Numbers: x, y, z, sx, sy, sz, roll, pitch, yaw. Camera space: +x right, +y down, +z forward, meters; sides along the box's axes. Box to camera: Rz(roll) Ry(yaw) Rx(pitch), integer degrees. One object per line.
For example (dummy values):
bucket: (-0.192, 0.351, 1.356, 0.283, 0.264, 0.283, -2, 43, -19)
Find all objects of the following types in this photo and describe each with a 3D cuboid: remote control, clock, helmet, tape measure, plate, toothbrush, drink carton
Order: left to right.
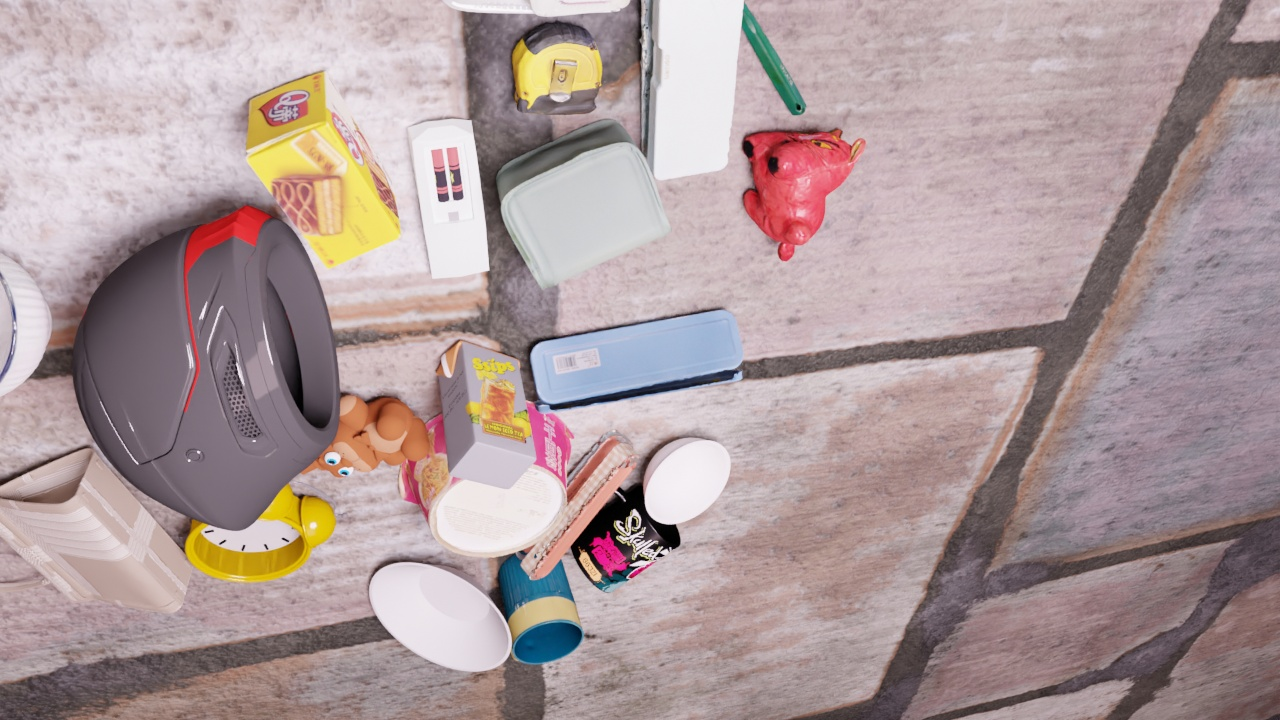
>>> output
helmet: (-0.332, 0.015, 0.699, 0.170, 0.164, 0.265, -7, 124, -1)
clock: (-0.371, 0.163, 0.900, 0.152, 0.052, 0.113, -31, 134, 15)
plate: (-0.219, 0.278, 1.038, 0.174, 0.036, 0.174, 10, 127, 14)
remote control: (-0.152, -0.125, 0.737, 0.049, 0.024, 0.144, -10, 133, -12)
drink carton: (-0.140, 0.048, 0.828, 0.076, 0.124, 0.049, 20, 126, -34)
tape measure: (-0.061, -0.215, 0.680, 0.065, 0.037, 0.064, -3, 132, -18)
toothbrush: (0.086, -0.259, 0.711, 0.016, 0.017, 0.190, -34, 133, 13)

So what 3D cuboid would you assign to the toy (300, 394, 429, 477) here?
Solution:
toy: (-0.265, 0.078, 0.854, 0.128, 0.065, 0.095, -24, 133, 9)

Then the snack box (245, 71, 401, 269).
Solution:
snack box: (-0.226, -0.136, 0.658, 0.061, 0.083, 0.106, -23, 135, 1)

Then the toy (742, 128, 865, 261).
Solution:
toy: (0.147, -0.141, 0.802, 0.094, 0.088, 0.133, -22, 137, -17)

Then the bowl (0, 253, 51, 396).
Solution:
bowl: (-0.475, -0.027, 0.663, 0.118, 0.118, 0.062, -35, 176, 12)

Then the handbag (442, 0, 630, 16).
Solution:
handbag: (-0.059, -0.316, 0.549, 0.141, 0.096, 0.199, -6, 131, -17)

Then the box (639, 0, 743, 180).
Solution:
box: (0.040, -0.230, 0.687, 0.083, 0.066, 0.199, 4, 136, 5)

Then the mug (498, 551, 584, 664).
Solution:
mug: (-0.126, 0.295, 1.072, 0.083, 0.107, 0.114, 13, 124, -32)

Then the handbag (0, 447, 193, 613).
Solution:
handbag: (-0.552, 0.176, 0.842, 0.198, 0.062, 0.176, -11, 134, 2)

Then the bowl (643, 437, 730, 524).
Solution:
bowl: (0.043, 0.125, 1.021, 0.109, 0.040, 0.110, -17, 127, -24)

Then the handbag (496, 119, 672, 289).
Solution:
handbag: (-0.049, -0.126, 0.745, 0.122, 0.067, 0.106, -25, 126, 2)

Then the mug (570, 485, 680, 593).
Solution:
mug: (-0.028, 0.190, 1.042, 0.098, 0.081, 0.118, -37, 106, 13)

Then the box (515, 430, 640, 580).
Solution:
box: (-0.071, 0.154, 1.001, 0.188, 0.062, 0.058, -50, 145, 10)

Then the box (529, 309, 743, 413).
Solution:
box: (-0.005, 0.000, 0.904, 0.209, 0.078, 0.074, -9, 89, -12)

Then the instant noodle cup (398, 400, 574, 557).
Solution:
instant noodle cup: (-0.149, 0.128, 0.932, 0.178, 0.077, 0.179, -11, 134, -12)
